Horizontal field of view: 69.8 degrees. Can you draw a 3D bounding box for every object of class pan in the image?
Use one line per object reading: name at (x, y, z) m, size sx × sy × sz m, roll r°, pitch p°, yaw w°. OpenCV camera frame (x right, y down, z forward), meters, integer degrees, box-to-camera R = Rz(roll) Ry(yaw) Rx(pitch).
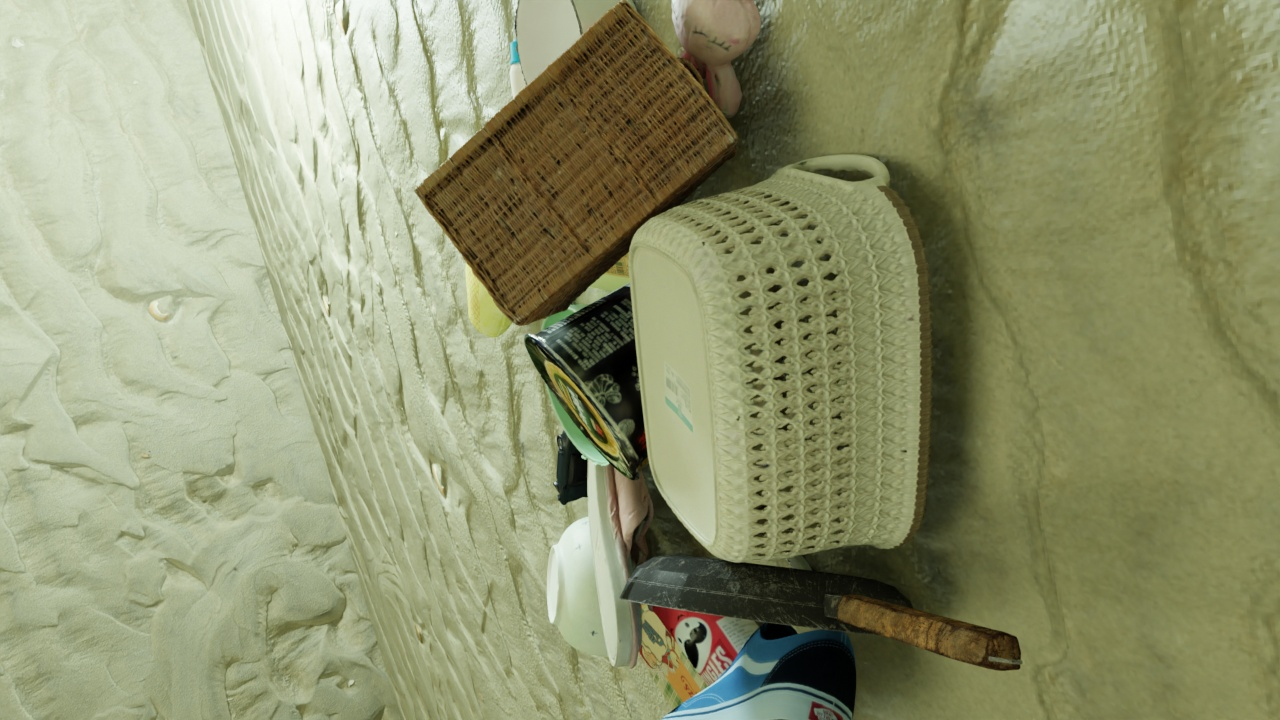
pan at (0.110, 0.146, 0.555) m, size 0.358 × 0.207 × 0.040 m, roll 146°, pitch 133°, yaw -70°

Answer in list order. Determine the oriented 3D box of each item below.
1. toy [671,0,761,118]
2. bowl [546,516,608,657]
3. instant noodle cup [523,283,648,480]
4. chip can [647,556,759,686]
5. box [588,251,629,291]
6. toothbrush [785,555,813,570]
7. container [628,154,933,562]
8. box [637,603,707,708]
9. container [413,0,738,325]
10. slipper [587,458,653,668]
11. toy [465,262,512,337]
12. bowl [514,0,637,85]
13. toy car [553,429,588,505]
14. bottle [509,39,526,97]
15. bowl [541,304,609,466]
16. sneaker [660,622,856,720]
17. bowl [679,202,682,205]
toy at (0.048, -0.218, 0.612) m, size 0.063 × 0.047 × 0.110 m, roll 44°, pitch 157°, yaw 27°
bowl at (-0.059, 0.238, 0.978) m, size 0.153 × 0.073 × 0.153 m, roll -177°, pitch 91°, yaw -77°
instant noodle cup at (-0.004, 0.004, 0.697) m, size 0.137 × 0.112 × 0.137 m, roll 49°, pitch 168°, yaw 14°
chip can at (0.099, 0.279, 0.784) m, size 0.233 × 0.073 × 0.073 m, roll 49°, pitch 144°, yaw 34°
box at (-0.074, -0.128, 0.816) m, size 0.188 × 0.043 × 0.141 m, roll 14°, pitch 123°, yaw 30°
toothbrush at (0.100, 0.121, 0.750) m, size 0.189 × 0.017 × 0.016 m, roll 55°, pitch 158°, yaw 25°
container at (0.083, 0.005, 0.578) m, size 0.184 × 0.142 × 0.246 m, roll -139°, pitch 39°, yaw -63°
box at (0.058, 0.302, 0.894) m, size 0.205 × 0.049 × 0.118 m, roll 49°, pitch 145°, yaw 33°
container at (-0.036, -0.127, 0.628) m, size 0.114 × 0.199 × 0.112 m, roll 51°, pitch -168°, yaw 2°
slipper at (-0.017, 0.158, 0.883) m, size 0.114 × 0.054 × 0.273 m, roll 102°, pitch 164°, yaw -54°
toy at (-0.166, -0.105, 1.036) m, size 0.155 × 0.064 × 0.171 m, roll -130°, pitch 41°, yaw -55°
bowl at (-0.046, -0.253, 0.733) m, size 0.116 × 0.065 × 0.116 m, roll 38°, pitch 137°, yaw 46°
toy car at (-0.069, 0.114, 1.007) m, size 0.034 × 0.046 × 0.112 m, roll 47°, pitch 142°, yaw 41°
bottle at (-0.091, -0.246, 0.830) m, size 0.051 × 0.051 × 0.146 m, roll 20°, pitch 123°, yaw 55°
bowl at (-0.026, 0.014, 0.840) m, size 0.151 × 0.076 × 0.151 m, roll 38°, pitch 137°, yaw 46°
sneaker at (0.090, 0.259, 0.703) m, size 0.083 × 0.098 × 0.242 m, roll 31°, pitch 143°, yaw -7°
bowl at (-0.028, -0.143, 0.721) m, size 0.113 × 0.061 × 0.112 m, roll 4°, pitch 97°, yaw 32°
